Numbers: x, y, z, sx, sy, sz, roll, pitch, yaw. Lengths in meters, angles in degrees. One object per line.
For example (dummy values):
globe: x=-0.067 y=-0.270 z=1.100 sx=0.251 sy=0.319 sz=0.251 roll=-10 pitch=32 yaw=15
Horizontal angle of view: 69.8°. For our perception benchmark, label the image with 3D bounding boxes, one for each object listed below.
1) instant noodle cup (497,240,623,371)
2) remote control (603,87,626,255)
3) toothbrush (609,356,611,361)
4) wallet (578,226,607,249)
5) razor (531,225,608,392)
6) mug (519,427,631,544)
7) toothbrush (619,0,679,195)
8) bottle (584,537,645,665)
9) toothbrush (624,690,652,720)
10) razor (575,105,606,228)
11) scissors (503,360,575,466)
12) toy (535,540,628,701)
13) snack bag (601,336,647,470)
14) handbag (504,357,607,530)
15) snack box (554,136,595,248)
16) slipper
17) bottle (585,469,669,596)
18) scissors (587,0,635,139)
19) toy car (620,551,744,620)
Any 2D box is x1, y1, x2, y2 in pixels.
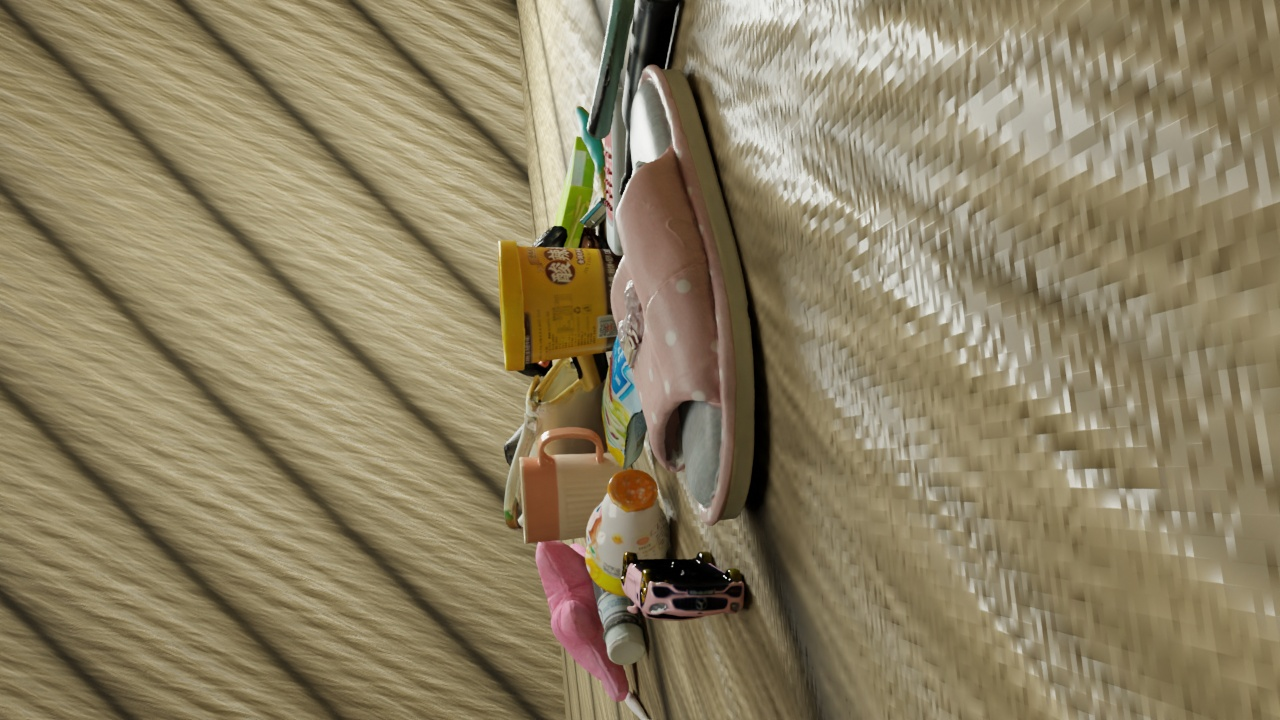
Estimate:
instant noodle cup: x=-0.071 y=-0.052 z=0.842 sx=0.118 sy=0.114 sz=0.118 roll=176 pitch=91 yaw=-82
remote control: x=-0.019 y=-0.158 z=0.769 sx=0.056 sy=0.020 sz=0.136 roll=-118 pitch=26 yaw=-68
toothbrush: x=-0.029 y=0.025 z=0.914 sx=0.192 sy=0.018 sz=0.016 roll=112 pitch=155 yaw=-71
wallet: x=-0.053 y=-0.089 z=0.997 sx=0.124 sy=0.032 sz=0.101 roll=-121 pitch=32 yaw=-71
razor: x=-0.072 y=-0.050 z=0.920 sx=0.062 sy=0.067 sz=0.167 roll=-10 pitch=99 yaw=71
mug: x=-0.063 y=0.118 z=0.887 sx=0.081 sy=0.106 sz=0.115 roll=-113 pitch=21 yaw=-66
toothbrush: x=0.000 y=-0.171 z=0.622 sx=0.027 sy=0.026 sz=0.213 roll=50 pitch=160 yaw=15
bottle: x=-0.029 y=0.216 z=0.918 sx=0.194 sy=0.044 sz=0.080 roll=-108 pitch=9 yaw=-56
toothbrush: x=-0.005 y=0.345 z=0.899 sx=0.180 sy=0.016 sz=0.016 roll=129 pitch=139 yaw=-78
razor: x=-0.048 y=-0.197 z=0.913 sx=0.043 sy=0.028 sz=0.132 roll=-40 pitch=54 yaw=50
scissors: x=-0.104 y=0.032 z=1.076 sx=0.228 sy=0.022 sz=0.220 roll=78 pitch=-150 yaw=-52
toy: x=-0.064 y=0.257 z=0.997 sx=0.178 sy=0.074 sz=0.194 roll=63 pitch=-179 yaw=-15
snack bag: x=-0.004 y=0.004 z=0.691 sx=0.191 sy=0.039 sz=0.110 roll=103 pitch=172 yaw=-60
handbag: x=-0.102 y=0.098 z=0.994 sx=0.178 sy=0.063 sz=0.164 roll=-44 pitch=-38 yaw=-52
snack box: x=-0.077 y=-0.157 z=1.006 sx=0.157 sy=0.026 sz=0.085 roll=111 pitch=165 yaw=-47
slipper: x=0.013 y=-0.046 z=0.490 sx=0.114 sy=0.054 sz=0.274 roll=103 pitch=162 yaw=-62
bottle: x=-0.009 y=0.126 z=0.678 sx=0.109 sy=0.063 sz=0.063 roll=96 pitch=167 yaw=-46
scissors: x=-0.016 y=-0.222 z=0.634 sx=0.170 sy=0.019 sz=0.171 roll=131 pitch=149 yaw=-83
toy car: x=0.020 y=0.128 z=0.510 sx=0.122 sy=0.056 sz=0.037 roll=146 pitch=124 yaw=-80
